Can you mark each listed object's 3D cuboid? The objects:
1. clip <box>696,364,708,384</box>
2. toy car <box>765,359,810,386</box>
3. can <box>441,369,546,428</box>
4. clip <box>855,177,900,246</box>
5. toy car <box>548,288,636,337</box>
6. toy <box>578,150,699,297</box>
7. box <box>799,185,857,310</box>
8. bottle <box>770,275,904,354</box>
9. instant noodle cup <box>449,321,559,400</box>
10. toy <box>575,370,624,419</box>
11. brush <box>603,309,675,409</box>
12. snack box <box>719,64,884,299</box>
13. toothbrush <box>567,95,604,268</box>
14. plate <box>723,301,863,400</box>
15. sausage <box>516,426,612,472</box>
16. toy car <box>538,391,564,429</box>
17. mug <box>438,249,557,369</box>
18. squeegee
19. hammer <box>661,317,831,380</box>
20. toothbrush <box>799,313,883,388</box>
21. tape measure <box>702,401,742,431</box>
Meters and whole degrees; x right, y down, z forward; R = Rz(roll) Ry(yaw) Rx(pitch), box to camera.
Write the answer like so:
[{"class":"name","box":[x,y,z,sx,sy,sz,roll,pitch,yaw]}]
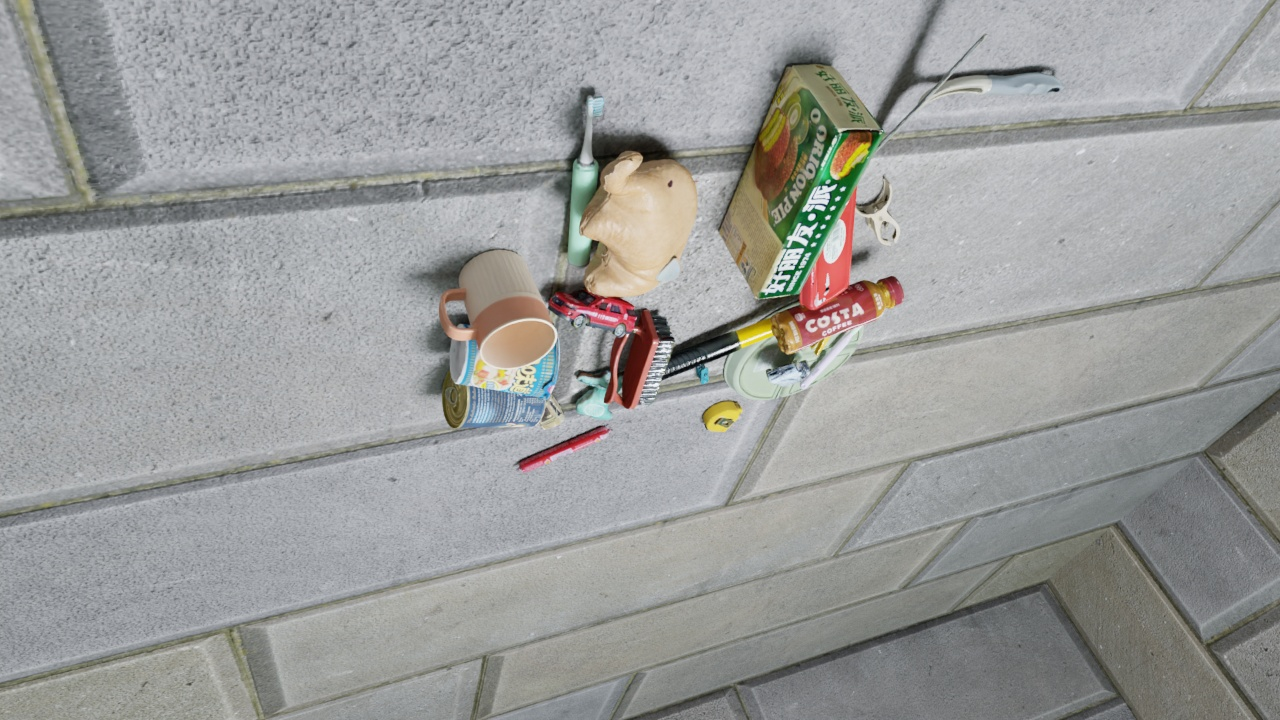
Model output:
[{"class":"clip","box":[0.090,0.015,1.329,0.014,0.041,0.056,-20,153,-6]},{"class":"toy car","box":[0.215,0.020,1.326,0.049,0.031,0.105,-21,171,21]},{"class":"can","box":[-0.181,0.046,1.144,0.111,0.075,0.075,2,139,-35]},{"class":"clip","box":[0.301,-0.183,1.172,0.064,0.034,0.098,-32,142,12]},{"class":"toy car","box":[-0.056,-0.061,1.096,0.120,0.053,0.045,6,109,-48]},{"class":"toy","box":[0.000,-0.155,0.957,0.143,0.082,0.226,-37,155,-21]},{"class":"box","box":[0.221,-0.160,1.132,0.090,0.068,0.201,-33,142,-18]},{"class":"bottle","box":[0.262,-0.064,1.213,0.175,0.057,0.057,-21,147,-7]},{"class":"instant noodle cup","box":[-0.162,-0.005,1.076,0.109,0.099,0.099,5,138,-26]},{"class":"toy","box":[-0.058,0.043,1.266,0.096,0.030,0.092,16,126,-36]},{"class":"brush","box":[-0.007,0.007,1.199,0.069,0.063,0.146,1,133,-18]},{"class":"snack box","box":[0.166,-0.188,0.999,0.063,0.114,0.241,-8,143,-24]},{"class":"toothbrush","box":[-0.058,-0.179,0.948,0.027,0.026,0.225,-9,144,-14]},{"class":"plate","box":[0.235,-0.012,1.378,0.230,0.027,0.231,-17,146,-12]},{"class":"sausage","box":[-0.113,0.132,1.365,0.156,0.020,0.020,-23,148,-2]},{"class":"toy car","box":[-0.130,0.068,1.248,0.042,0.035,0.090,-23,150,0]},{"class":"mug","box":[-0.160,-0.054,0.985,0.114,0.105,0.082,-6,143,-26]},{"class":"squeegee","box":[0.389,-0.308,1.044,0.246,0.039,0.247,-15,164,-24]},{"class":"hammer","box":[0.133,-0.027,1.265,0.301,0.032,0.129,-21,125,2]},{"class":"toothbrush","box":[0.294,-0.017,1.365,0.190,0.029,0.021,-54,175,39]},{"class":"tape measure","box":[0.129,0.091,1.455,0.057,0.029,0.060,7,136,-38]}]
